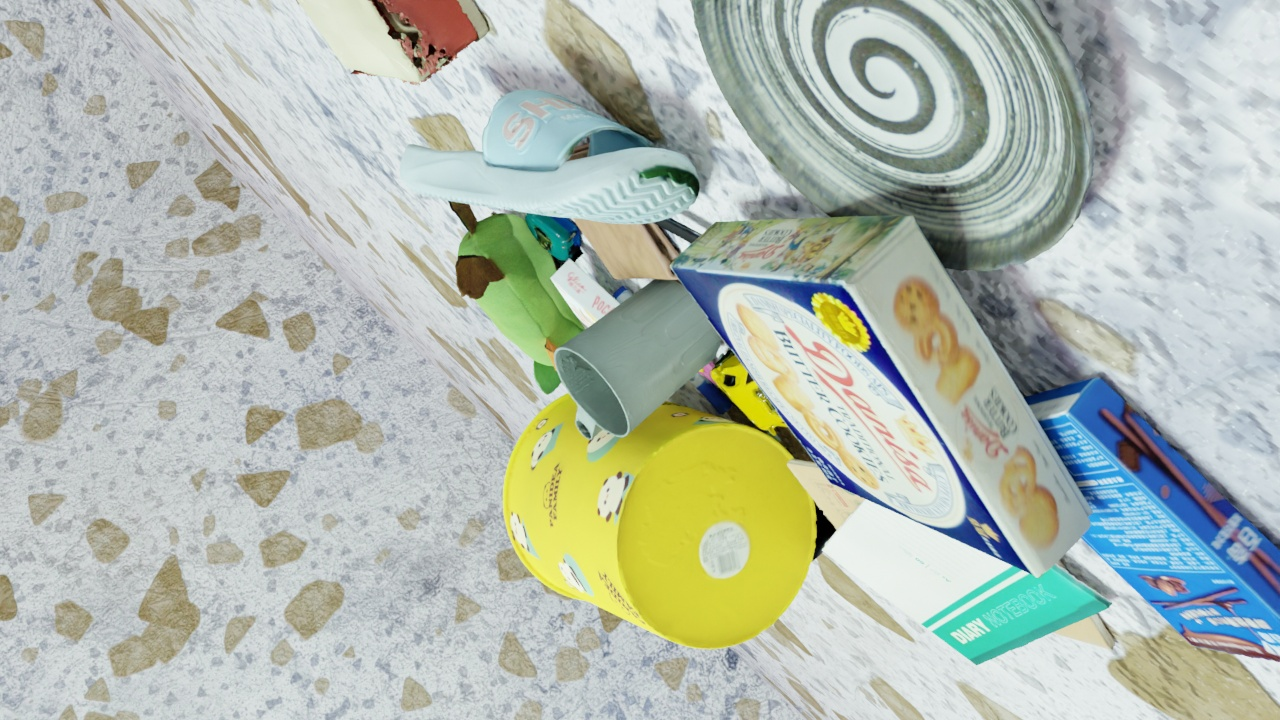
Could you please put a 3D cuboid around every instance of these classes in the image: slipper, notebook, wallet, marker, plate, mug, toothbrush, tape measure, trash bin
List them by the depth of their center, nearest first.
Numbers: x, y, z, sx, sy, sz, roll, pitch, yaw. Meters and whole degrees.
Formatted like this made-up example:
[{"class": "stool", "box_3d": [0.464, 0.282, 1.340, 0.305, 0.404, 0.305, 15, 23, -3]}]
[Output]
[{"class": "plate", "box_3d": [0.091, -0.107, 0.350, 0.179, 0.024, 0.180, 40, 166, 12]}, {"class": "toothbrush", "box_3d": [0.043, -0.071, 0.579, 0.189, 0.016, 0.014, 32, 157, 29]}, {"class": "slipper", "box_3d": [-0.062, -0.129, 0.580, 0.246, 0.074, 0.103, 14, -169, 41]}, {"class": "notebook", "box_3d": [0.216, 0.150, 0.654, 0.150, 0.012, 0.209, 35, 157, 14]}, {"class": "notebook", "box_3d": [0.211, 0.133, 0.657, 0.148, 0.008, 0.208, 51, 156, -21]}, {"class": "wallet", "box_3d": [-0.023, -0.107, 0.680, 0.115, 0.020, 0.101, 53, 162, -20]}, {"class": "mug", "box_3d": [-0.004, 0.004, 0.725, 0.083, 0.103, 0.124, 45, 157, 13]}, {"class": "tape measure", "box_3d": [-0.077, -0.112, 0.803, 0.058, 0.025, 0.054, 41, 164, 18]}, {"class": "marker", "box_3d": [0.029, -0.009, 0.813, 0.146, 0.016, 0.017, 47, 166, -9]}, {"class": "tape measure", "box_3d": [0.153, 0.155, 0.839, 0.039, 0.057, 0.057, 40, 168, 6]}, {"class": "trash bin", "box_3d": [0.016, 0.139, 0.848, 0.229, 0.229, 0.256, 49, 163, -16]}]

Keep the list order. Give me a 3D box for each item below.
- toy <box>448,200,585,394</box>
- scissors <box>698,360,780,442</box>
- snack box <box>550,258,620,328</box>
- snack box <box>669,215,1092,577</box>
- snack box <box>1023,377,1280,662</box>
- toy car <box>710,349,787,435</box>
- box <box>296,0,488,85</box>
[{"class": "toy", "box_3d": [-0.114, -0.070, 0.890, 0.247, 0.090, 0.226, 53, -169, -56]}, {"class": "scissors", "box_3d": [0.071, 0.020, 0.771, 0.133, 0.017, 0.057, 46, 159, 6]}, {"class": "snack box", "box_3d": [-0.026, -0.029, 0.847, 0.085, 0.027, 0.157, 42, 174, 22]}, {"class": "snack box", "box_3d": [0.114, 0.009, 0.476, 0.178, 0.045, 0.183, 52, 168, -19]}, {"class": "snack box", "box_3d": [0.240, 0.077, 0.434, 0.157, 0.026, 0.085, 45, 167, 2]}, {"class": "toy car", "box_3d": [0.092, 0.022, 0.675, 0.071, 0.041, 0.156, 47, 167, -6]}, {"class": "box", "box_3d": [-0.188, -0.242, 0.642, 0.168, 0.076, 0.091, 28, 157, 51]}]
